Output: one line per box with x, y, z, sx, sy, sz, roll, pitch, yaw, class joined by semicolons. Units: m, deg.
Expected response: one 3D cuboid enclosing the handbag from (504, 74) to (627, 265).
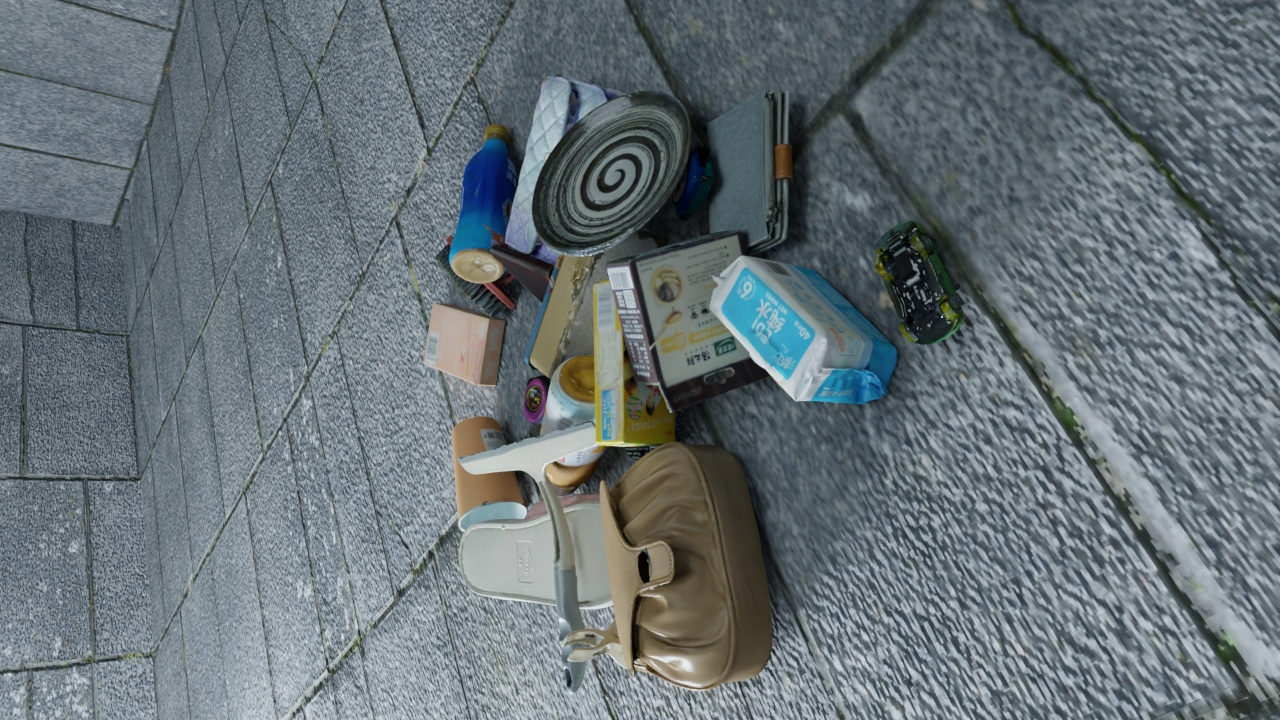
-0.076;-0.199;0.971;0.134;0.075;0.194;29;108;48;handbag

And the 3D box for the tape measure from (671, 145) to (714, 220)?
0.048;-0.160;0.816;0.058;0.025;0.054;122;154;-51;tape measure

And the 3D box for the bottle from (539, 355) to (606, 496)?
-0.065;0.072;0.904;0.190;0.068;0.068;108;145;-51;bottle

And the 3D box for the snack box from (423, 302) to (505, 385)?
-0.227;-0.023;1.173;0.157;0.026;0.084;16;98;50;snack box

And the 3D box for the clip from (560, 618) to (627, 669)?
-0.027;0.252;0.856;0.035;0.103;0.092;-60;22;29;clip

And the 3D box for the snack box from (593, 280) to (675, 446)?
-0.005;0.005;0.799;0.034;0.086;0.140;-3;83;31;snack box

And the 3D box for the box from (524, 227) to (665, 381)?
-0.047;-0.051;0.910;0.060;0.089;0.184;38;110;43;box

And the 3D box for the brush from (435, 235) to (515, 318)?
-0.199;-0.117;1.130;0.069;0.063;0.146;-45;45;-1;brush

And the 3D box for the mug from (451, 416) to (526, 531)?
-0.182;0.130;1.068;0.078;0.078;0.122;-46;49;37;mug

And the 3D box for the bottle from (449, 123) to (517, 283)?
-0.179;-0.193;1.080;0.065;0.065;0.218;-35;43;43;bottle

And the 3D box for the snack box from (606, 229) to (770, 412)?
0.044;-0.035;0.759;0.053;0.113;0.126;8;113;60;snack box

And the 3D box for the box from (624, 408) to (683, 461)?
0.006;0.016;0.866;0.071;0.057;0.164;-21;70;62;box

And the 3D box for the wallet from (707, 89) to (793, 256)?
0.096;-0.156;0.790;0.107;0.037;0.129;-13;75;60;wallet

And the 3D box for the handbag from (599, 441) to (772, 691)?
0.029;0.175;0.783;0.148;0.099;0.204;-25;67;40;handbag

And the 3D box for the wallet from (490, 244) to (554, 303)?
-0.101;-0.080;0.983;0.020;0.096;0.122;-49;40;-12;wallet

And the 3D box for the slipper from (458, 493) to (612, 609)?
-0.088;0.201;0.956;0.275;0.054;0.114;-15;78;39;slipper

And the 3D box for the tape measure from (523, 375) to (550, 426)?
-0.099;0.044;1.002;0.057;0.039;0.057;-14;70;49;tape measure

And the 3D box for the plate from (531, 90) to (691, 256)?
-0.025;-0.170;0.850;0.180;0.024;0.179;-19;54;27;plate

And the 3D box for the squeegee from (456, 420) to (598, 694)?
-0.079;0.195;0.889;0.247;0.039;0.246;-19;81;49;squeegee

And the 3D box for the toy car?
0.200;-0.054;0.652;0.043;0.036;0.091;-35;59;42;toy car

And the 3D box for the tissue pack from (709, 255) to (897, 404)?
0.122;-0.022;0.701;0.140;0.089;0.063;52;124;39;tissue pack
